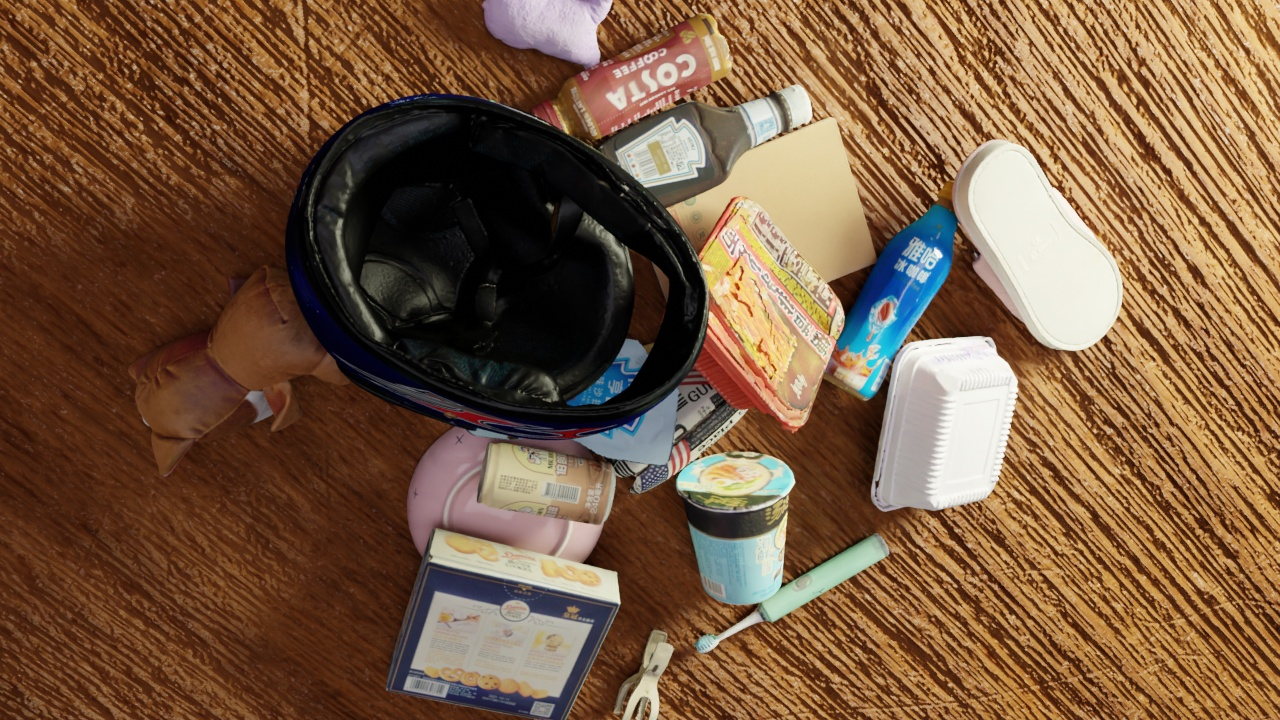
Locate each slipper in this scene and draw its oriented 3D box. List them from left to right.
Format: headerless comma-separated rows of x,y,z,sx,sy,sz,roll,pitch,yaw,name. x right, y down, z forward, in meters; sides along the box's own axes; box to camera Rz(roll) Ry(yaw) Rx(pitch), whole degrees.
0.374,-0.105,0.876,0.274,0.054,0.114,38,93,-31,slipper

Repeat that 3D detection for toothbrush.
0.156,0.244,0.950,0.224,0.026,0.027,-30,127,-1,toothbrush

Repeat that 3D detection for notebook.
0.109,-0.122,0.866,0.207,0.008,0.148,-23,106,-3,notebook

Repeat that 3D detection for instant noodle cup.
0.096,0.165,0.888,0.111,0.111,0.120,-10,112,-7,instant noodle cup
0.094,-0.036,0.809,0.079,0.188,0.164,-29,111,41,instant noodle cup
0.301,0.069,0.886,0.137,0.060,0.173,-5,109,-30,instant noodle cup

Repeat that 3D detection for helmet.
-0.109,-0.064,0.719,0.315,0.240,0.247,26,85,-3,helmet

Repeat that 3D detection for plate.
-0.126,0.146,0.875,0.192,0.039,0.192,-2,103,-9,plate

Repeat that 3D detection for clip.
0.002,0.329,0.951,0.034,0.082,0.104,18,80,-12,clip

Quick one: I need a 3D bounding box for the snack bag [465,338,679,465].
-0.060,0.029,0.835,0.191,0.039,0.110,8,74,2,snack bag

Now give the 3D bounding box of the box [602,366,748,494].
0.047,0.068,0.878,0.163,0.076,0.087,-40,125,-1,box

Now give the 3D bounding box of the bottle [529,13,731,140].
-0.010,-0.237,0.794,0.175,0.057,0.057,-27,106,-2,bottle

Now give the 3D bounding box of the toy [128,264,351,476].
-0.340,0.005,0.779,0.199,0.140,0.130,-33,147,1,toy

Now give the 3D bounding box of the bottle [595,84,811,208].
0.059,-0.195,0.821,0.195,0.044,0.080,-24,93,-5,bottle

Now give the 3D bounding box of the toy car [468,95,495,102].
-0.166,-0.202,0.785,0.091,0.043,0.036,-14,105,-5,toy car

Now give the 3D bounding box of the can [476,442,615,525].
-0.084,0.110,0.822,0.116,0.058,0.058,11,101,-11,can

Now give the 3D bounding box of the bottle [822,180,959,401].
0.245,-0.068,0.871,0.065,0.065,0.219,28,97,-14,bottle

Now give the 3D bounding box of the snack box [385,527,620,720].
-0.132,0.257,0.870,0.178,0.045,0.183,16,119,-12,snack box

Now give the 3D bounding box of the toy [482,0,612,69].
-0.080,-0.289,0.774,0.108,0.038,0.084,15,136,-7,toy

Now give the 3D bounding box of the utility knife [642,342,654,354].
-0.005,0.005,0.871,0.198,0.021,0.031,-18,106,3,utility knife
